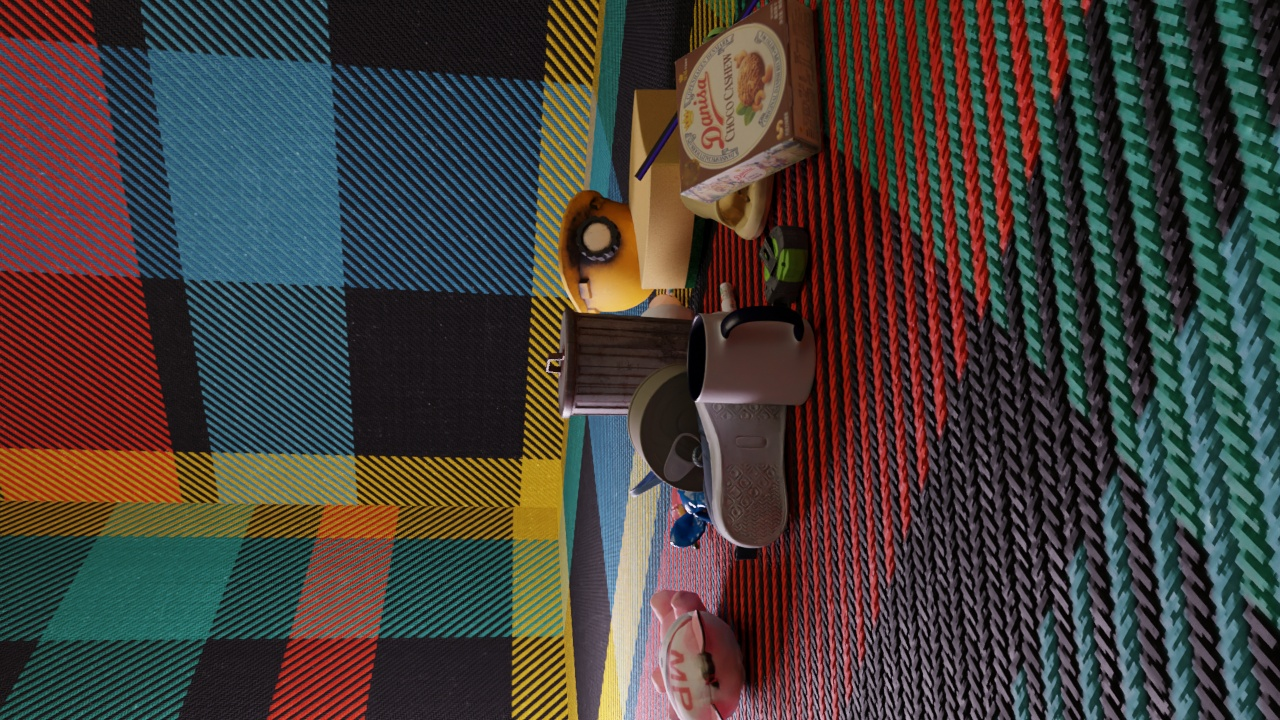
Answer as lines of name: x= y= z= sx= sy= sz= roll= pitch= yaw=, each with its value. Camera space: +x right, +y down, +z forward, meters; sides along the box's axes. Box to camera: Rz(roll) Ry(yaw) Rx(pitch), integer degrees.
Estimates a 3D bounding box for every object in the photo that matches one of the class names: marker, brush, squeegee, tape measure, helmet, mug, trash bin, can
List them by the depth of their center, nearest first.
mug: x=0.099 y=-0.010 z=0.802 sx=0.112 sy=0.097 sz=0.078 roll=105 pitch=165 yaw=-55
tape measure: x=0.128 y=-0.091 z=0.834 sx=0.066 sy=0.036 sz=0.058 roll=103 pitch=167 yaw=-51
squeegee: x=0.104 y=-0.256 z=0.923 sx=0.250 sy=0.055 sz=0.184 roll=-55 pitch=32 yaw=14
can: x=0.053 y=0.067 z=0.961 sx=0.073 sy=0.127 sz=0.128 roll=-154 pitch=67 yaw=-76
marker: x=0.105 y=-0.029 z=1.030 sx=0.017 sy=0.017 sz=0.145 roll=103 pitch=165 yaw=-52
trash bin: x=-0.007 y=0.006 z=1.103 sx=0.131 sy=0.211 sz=0.131 roll=-179 pitch=91 yaw=-81
mug: x=0.039 y=-0.011 z=1.234 sx=0.082 sy=0.082 sz=0.105 roll=108 pitch=163 yaw=-60
brush: x=0.034 y=-0.243 z=1.293 sx=0.249 sy=0.075 sz=0.195 roll=-98 pitch=9 yaw=-48
helmet: x=-0.028 y=-0.170 z=1.496 sx=0.255 sy=0.131 sz=0.205 roll=26 pitch=-110 yaw=-74

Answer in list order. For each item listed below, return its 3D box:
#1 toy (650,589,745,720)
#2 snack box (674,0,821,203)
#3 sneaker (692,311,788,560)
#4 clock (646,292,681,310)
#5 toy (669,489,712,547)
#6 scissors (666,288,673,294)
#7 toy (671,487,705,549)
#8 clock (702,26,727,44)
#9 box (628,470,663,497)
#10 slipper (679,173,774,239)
toy: x=0.060 y=0.330 z=1.019 sx=0.213 sy=0.084 sz=0.142 roll=138 pitch=132 yaw=-80
snack box: x=0.096 y=-0.237 z=0.849 sx=0.147 sy=0.041 sz=0.143 roll=-16 pitch=70 yaw=48
sneaker: x=0.093 y=0.072 z=0.886 sx=0.087 sy=0.089 sz=0.235 roll=107 pitch=159 yaw=-75
clock: x=0.026 y=-0.011 z=1.384 sx=0.131 sy=0.086 sz=0.160 roll=128 pitch=152 yaw=-75
toy: x=0.072 y=0.160 z=1.047 sx=0.176 sy=0.071 sz=0.112 roll=132 pitch=151 yaw=-77
scissors: x=0.049 y=-0.151 z=1.444 sx=0.119 sy=0.015 sz=0.139 roll=-98 pitch=17 yaw=-58
toy: x=0.061 y=0.186 z=1.183 sx=0.103 sy=0.046 sz=0.084 roll=-91 pitch=-5 yaw=-49
clock: x=0.088 y=-0.340 z=1.084 sx=0.119 sy=0.042 sz=0.094 roll=-74 pitch=-4 yaw=-59
box: x=0.018 y=0.119 z=1.162 sx=0.079 sy=0.072 sz=0.210 roll=-44 pitch=-4 yaw=10
slipper: x=0.084 y=-0.213 z=1.023 sx=0.261 sy=0.079 sz=0.111 roll=-108 pitch=25 yaw=-66
